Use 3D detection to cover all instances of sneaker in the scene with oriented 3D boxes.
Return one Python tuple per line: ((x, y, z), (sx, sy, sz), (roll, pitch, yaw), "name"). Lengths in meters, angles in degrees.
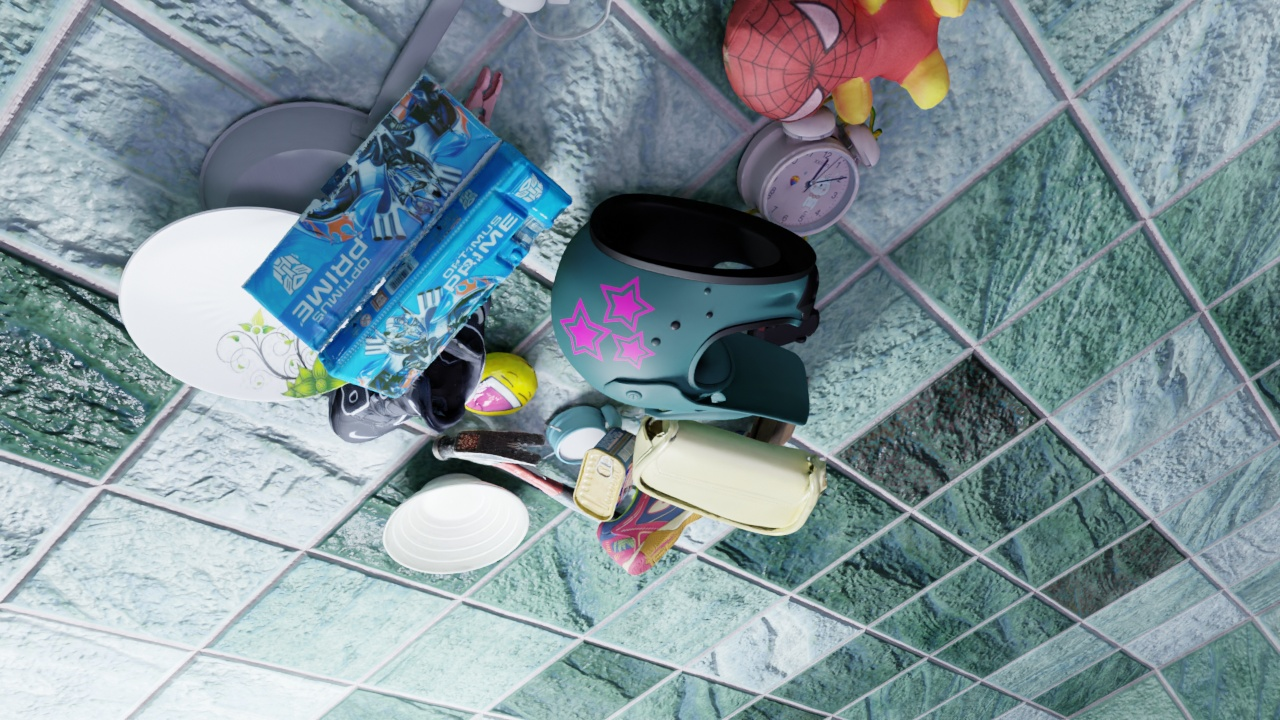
((0.044, 0.160, 1.172), (0.241, 0.091, 0.116), (-41, 155, -19), "sneaker")
((-0.226, 0.030, 0.916), (0.097, 0.150, 0.253), (22, 123, -35), "sneaker")

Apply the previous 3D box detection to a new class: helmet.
((0.048, -0.036, 0.903), (0.275, 0.176, 0.201), (11, 127, 1), "helmet")

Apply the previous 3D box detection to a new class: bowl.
((-0.229, 0.189, 1.134), (0.176, 0.057, 0.177), (-10, 135, -10), "bowl")

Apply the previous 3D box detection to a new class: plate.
((-0.339, -0.052, 0.829), (0.229, 0.030, 0.230), (-9, 136, -9), "plate")

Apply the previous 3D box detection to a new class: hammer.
((-0.099, 0.159, 1.142), (0.141, 0.036, 0.326), (-6, 151, 34), "hammer")

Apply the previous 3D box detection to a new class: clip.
((-0.133, -0.223, 0.796), (0.060, 0.023, 0.044), (-38, 137, 20), "clip")

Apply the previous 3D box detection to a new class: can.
((-0.036, 0.131, 1.074), (0.054, 0.058, 0.100), (27, 126, 14), "can")

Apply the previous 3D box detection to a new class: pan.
((-0.237, -0.185, 0.785), (0.200, 0.050, 0.358), (23, 124, -35), "pan")

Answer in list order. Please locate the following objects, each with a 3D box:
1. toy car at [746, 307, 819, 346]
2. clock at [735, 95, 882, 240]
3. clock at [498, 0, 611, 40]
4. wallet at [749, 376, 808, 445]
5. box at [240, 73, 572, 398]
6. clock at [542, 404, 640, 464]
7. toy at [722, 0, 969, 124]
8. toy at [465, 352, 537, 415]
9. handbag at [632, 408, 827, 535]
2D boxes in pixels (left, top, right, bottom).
((0.164, -0.041, 1.064), (0.091, 0.036, 0.042), (-15, 135, -19), "toy car")
((0.168, -0.193, 0.901), (0.116, 0.058, 0.158), (14, 126, -30), "clock")
((-0.062, -0.319, 0.698), (0.120, 0.061, 0.159), (-14, 134, -6), "clock")
((0.168, 0.081, 1.156), (0.098, 0.027, 0.121), (-34, 148, -40), "wallet")
((-0.189, -0.090, 0.767), (0.244, 0.070, 0.170), (-47, 123, 7), "box")
((-0.057, 0.089, 1.115), (0.123, 0.042, 0.088), (-4, 134, -23), "clock")
((0.170, -0.277, 0.794), (0.216, 0.098, 0.148), (-9, 124, -13), "toy")
((-0.160, 0.027, 1.014), (0.094, 0.041, 0.095), (-25, 138, 10), "toy")
((0.098, 0.117, 1.039), (0.232, 0.088, 0.191), (17, 153, -12), "handbag")
